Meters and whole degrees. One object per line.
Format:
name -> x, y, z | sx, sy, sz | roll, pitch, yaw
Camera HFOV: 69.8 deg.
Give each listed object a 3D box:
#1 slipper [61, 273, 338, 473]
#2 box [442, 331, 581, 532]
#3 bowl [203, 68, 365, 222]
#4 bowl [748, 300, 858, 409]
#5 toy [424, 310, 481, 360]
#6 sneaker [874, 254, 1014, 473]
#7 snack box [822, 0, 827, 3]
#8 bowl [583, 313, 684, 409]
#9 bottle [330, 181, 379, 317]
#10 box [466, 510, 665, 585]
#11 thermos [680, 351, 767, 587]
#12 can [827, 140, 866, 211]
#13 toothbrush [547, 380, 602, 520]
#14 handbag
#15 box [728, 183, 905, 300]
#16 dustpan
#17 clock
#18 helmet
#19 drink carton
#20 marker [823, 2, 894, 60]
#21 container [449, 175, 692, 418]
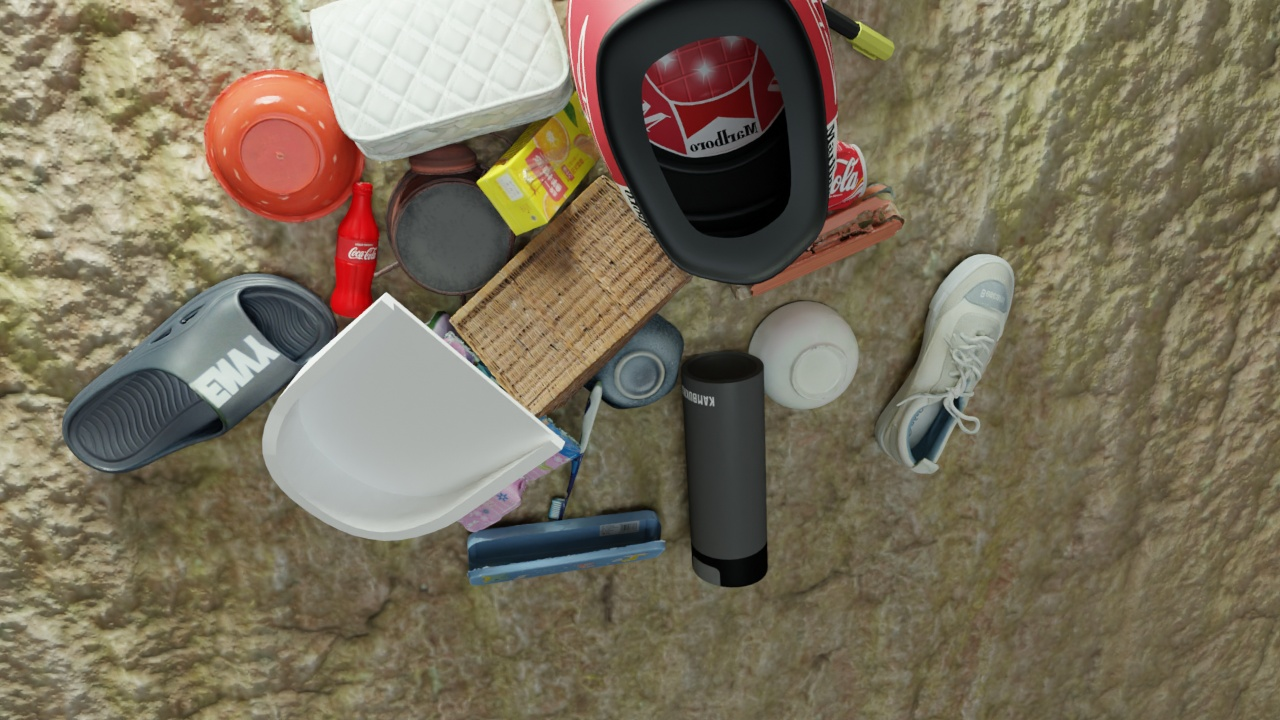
slipper -> -0.398, 0.020, 0.807 | 0.268, 0.083, 0.111 | -32, 113, 3
box -> -0.185, 0.061, 0.866 | 0.160, 0.035, 0.230 | -33, 117, 27
bowl -> -0.300, -0.175, 0.769 | 0.130, 0.045, 0.131 | -5, 113, -11
bowl -> 0.173, 0.001, 0.937 | 0.113, 0.063, 0.113 | -5, 113, -11
toy -> -0.179, -0.001, 0.874 | 0.080, 0.036, 0.100 | -36, 119, -8
sneaker -> 0.334, 0.010, 0.962 | 0.089, 0.090, 0.242 | 18, 106, -18
snack box -> 0.143, -0.357, 0.802 | 0.154, 0.033, 0.088 | -43, 115, 7
bowl -> -0.005, 0.005, 0.904 | 0.110, 0.055, 0.110 | -4, 112, -11
bottle -> -0.252, -0.099, 0.815 | 0.036, 0.036, 0.119 | 6, 110, -15
box -> -0.077, 0.209, 0.964 | 0.209, 0.058, 0.068 | -5, 130, -11
thermos -> 0.089, 0.117, 0.954 | 0.082, 0.082, 0.241 | -8, 113, -9
can -> 0.153, -0.169, 0.863 | 0.104, 0.064, 0.064 | -12, 114, -8
toothbrush -> -0.066, 0.095, 0.925 | 0.017, 0.016, 0.189 | 14, 123, -7
handbag -> -0.158, -0.246, 0.746 | 0.195, 0.072, 0.138 | -16, 82, -6
box -> 0.163, -0.123, 0.895 | 0.188, 0.056, 0.064 | -24, 78, -4
dustpan -> -0.223, 0.075, 0.806 | 0.191, 0.053, 0.259 | 42, 133, -20
clock -> -0.158, -0.128, 0.805 | 0.120, 0.072, 0.158 | 25, 105, -21
helmet -> 0.050, -0.225, 0.720 | 0.198, 0.224, 0.271 | -15, 122, 9
drink carton -> -0.078, -0.168, 0.776 | 0.043, 0.134, 0.058 | -15, 121, 38
marker -> 0.181, -0.298, 0.820 | 0.123, 0.017, 0.021 | 11, 152, -38
container -> -0.053, -0.053, 0.818 | 0.198, 0.112, 0.114 | -43, 85, 7
